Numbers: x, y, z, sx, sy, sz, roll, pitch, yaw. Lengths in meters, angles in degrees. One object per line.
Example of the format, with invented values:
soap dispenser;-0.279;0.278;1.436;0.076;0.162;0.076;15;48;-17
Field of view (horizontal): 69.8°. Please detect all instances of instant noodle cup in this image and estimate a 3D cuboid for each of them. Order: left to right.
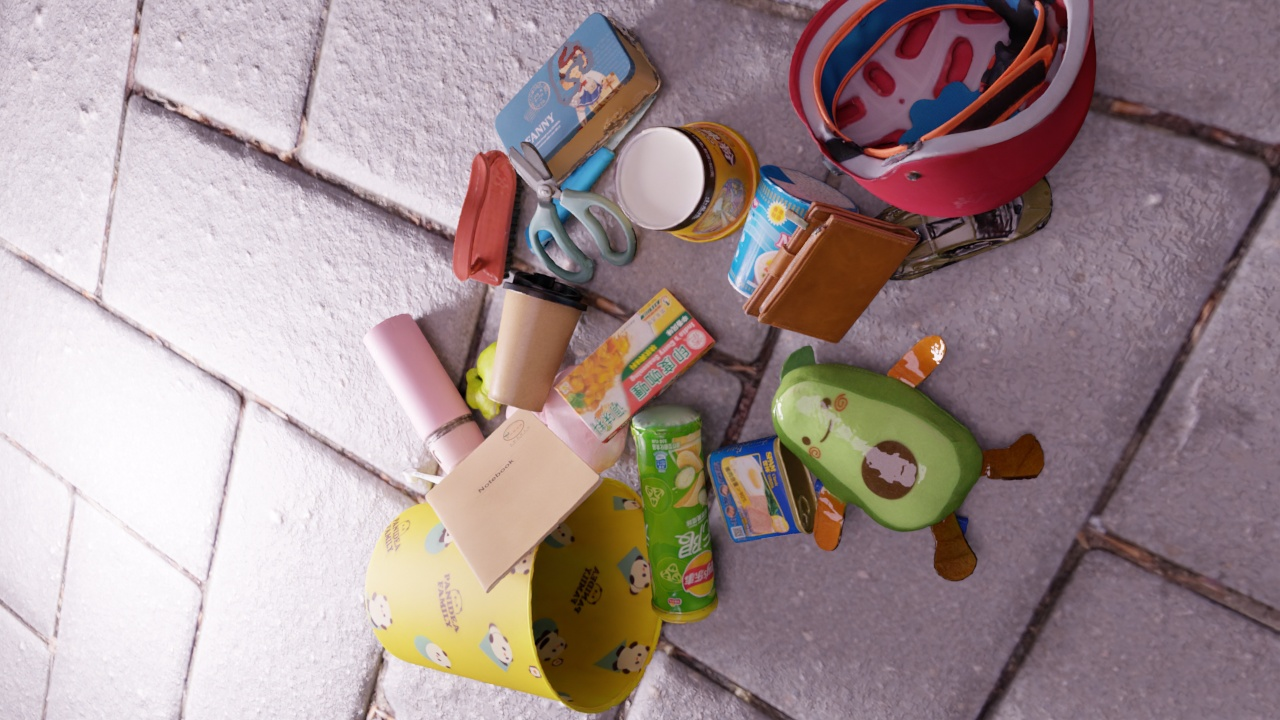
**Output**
instant noodle cup;0.040;-0.171;0.876;0.119;0.114;0.118;5;100;27
instant noodle cup;0.135;-0.111;0.856;0.099;0.099;0.110;33;119;19

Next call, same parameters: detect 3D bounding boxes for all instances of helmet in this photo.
helmet;0.246;-0.210;0.745;0.207;0.144;0.240;-50;44;2

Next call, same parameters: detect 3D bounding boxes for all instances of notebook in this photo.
notebook;-0.134;0.129;0.920;0.147;0.008;0.208;-44;32;-9

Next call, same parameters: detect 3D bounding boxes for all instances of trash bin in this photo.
trash bin;-0.139;0.244;0.987;0.256;0.229;0.229;-6;95;34

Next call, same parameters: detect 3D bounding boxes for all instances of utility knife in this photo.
utility knife;-0.055;-0.200;0.974;0.219;0.018;0.034;-47;61;25

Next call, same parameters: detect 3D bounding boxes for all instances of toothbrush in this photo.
toothbrush;-0.240;0.146;1.091;0.180;0.016;0.016;1;109;51

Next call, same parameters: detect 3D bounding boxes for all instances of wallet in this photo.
wallet;0.161;-0.075;0.809;0.119;0.035;0.131;15;132;-19

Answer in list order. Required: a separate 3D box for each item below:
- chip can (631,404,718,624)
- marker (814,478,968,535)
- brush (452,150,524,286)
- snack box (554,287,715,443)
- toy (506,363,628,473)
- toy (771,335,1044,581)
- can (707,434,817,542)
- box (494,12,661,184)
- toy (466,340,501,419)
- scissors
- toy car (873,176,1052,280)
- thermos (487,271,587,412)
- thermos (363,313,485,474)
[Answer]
chip can;0.036;0.155;0.942;0.073;0.072;0.221;1;106;27
marker;0.239;0.139;0.881;0.146;0.016;0.017;14;104;24
brush;-0.171;-0.159;1.011;0.063;0.069;0.146;19;107;22
snack box;-0.006;0.006;0.946;0.156;0.027;0.077;-42;78;2
toy;-0.080;0.067;1.011;0.160;0.054;0.121;-12;83;31
toy;0.224;0.082;0.839;0.247;0.089;0.227;30;101;16
can;0.123;0.127;0.917;0.083;0.057;0.102;-16;91;31
box;-0.070;-0.260;0.941;0.185;0.061;0.089;-40;66;24
toy;-0.169;0.019;1.058;0.097;0.031;0.100;29;107;40
scissors;-0.069;-0.159;0.943;0.144;0.019;0.180;-9;125;23
toy car;0.278;-0.122;0.806;0.158;0.042;0.070;-21;89;26
thermos;-0.115;-0.021;0.981;0.093;0.093;0.143;18;94;24
thermos;-0.255;0.046;1.098;0.198;0.067;0.087;57;149;6
